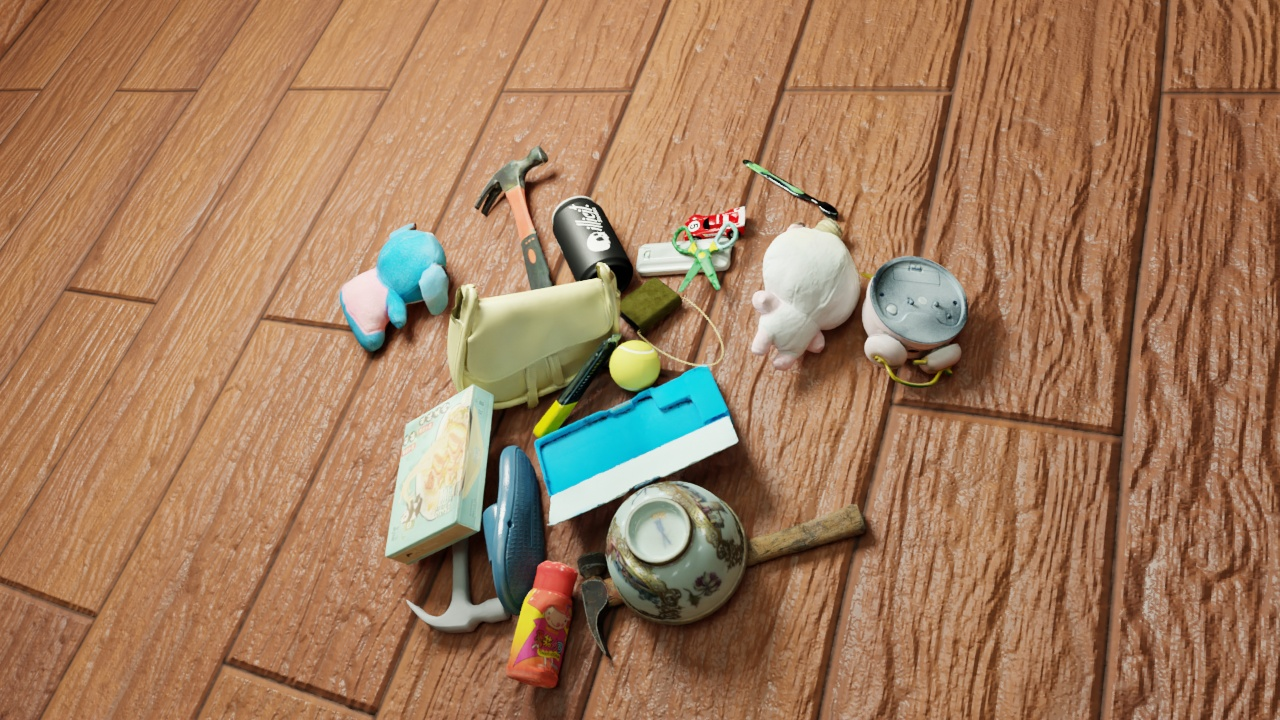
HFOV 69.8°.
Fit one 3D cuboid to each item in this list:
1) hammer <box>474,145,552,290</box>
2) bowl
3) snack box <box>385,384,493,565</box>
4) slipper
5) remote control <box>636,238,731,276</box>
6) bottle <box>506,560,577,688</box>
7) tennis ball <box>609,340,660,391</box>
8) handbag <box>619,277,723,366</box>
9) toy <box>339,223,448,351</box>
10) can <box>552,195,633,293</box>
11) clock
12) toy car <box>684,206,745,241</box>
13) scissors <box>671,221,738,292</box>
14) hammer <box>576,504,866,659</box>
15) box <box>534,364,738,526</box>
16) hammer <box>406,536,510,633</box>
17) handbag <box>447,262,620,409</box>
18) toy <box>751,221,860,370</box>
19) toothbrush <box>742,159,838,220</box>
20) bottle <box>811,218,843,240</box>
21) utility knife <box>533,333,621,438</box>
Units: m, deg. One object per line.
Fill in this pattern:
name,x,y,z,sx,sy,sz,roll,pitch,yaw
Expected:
hammer,-0.163,-0.167,1.355,0.133,0.033,0.332,-29,57,16
bowl,0.030,0.197,0.995,0.160,0.094,0.159,-7,61,13
snack box,-0.249,0.143,1.148,0.142,0.044,0.193,-29,46,33
slipper,-0.157,0.199,1.100,0.059,0.104,0.213,-14,52,13
remote control,0.059,-0.145,1.273,0.133,0.022,0.050,-2,60,19
bottle,-0.108,0.296,1.037,0.049,0.071,0.134,-4,61,31
tennis ball,-0.007,0.007,1.179,0.065,0.065,0.065,-9,58,15
handbag,0.046,-0.043,1.203,0.084,0.027,0.178,-38,49,-13
toy,-0.375,-0.122,1.385,0.191,0.099,0.224,-42,47,6
can,-0.070,-0.159,1.293,0.080,0.080,0.146,-28,55,2
clock,0.318,-0.042,1.074,0.117,0.059,0.157,4,64,-5
toy car,0.104,-0.189,1.281,0.090,0.025,0.038,-5,59,17
scissors,0.091,-0.143,1.239,0.123,0.011,0.127,-27,56,4
hammer,0.093,0.234,1.030,0.330,0.033,0.119,-19,60,8
box,-0.003,0.114,1.114,0.243,0.060,0.175,-25,33,4
hammer,-0.234,0.195,1.174,0.125,0.029,0.310,-16,56,10
handbag,-0.137,-0.031,1.191,0.232,0.191,0.088,-12,49,-8
toy,0.198,-0.074,1.121,0.179,0.138,0.101,-60,24,-5
toothbrush,0.207,-0.241,1.285,0.014,0.017,0.188,-40,52,-11
bottle,0.217,-0.138,1.200,0.110,0.043,0.042,-43,56,-10
utility knife,-0.080,0.032,1.187,0.020,0.028,0.174,42,97,29
